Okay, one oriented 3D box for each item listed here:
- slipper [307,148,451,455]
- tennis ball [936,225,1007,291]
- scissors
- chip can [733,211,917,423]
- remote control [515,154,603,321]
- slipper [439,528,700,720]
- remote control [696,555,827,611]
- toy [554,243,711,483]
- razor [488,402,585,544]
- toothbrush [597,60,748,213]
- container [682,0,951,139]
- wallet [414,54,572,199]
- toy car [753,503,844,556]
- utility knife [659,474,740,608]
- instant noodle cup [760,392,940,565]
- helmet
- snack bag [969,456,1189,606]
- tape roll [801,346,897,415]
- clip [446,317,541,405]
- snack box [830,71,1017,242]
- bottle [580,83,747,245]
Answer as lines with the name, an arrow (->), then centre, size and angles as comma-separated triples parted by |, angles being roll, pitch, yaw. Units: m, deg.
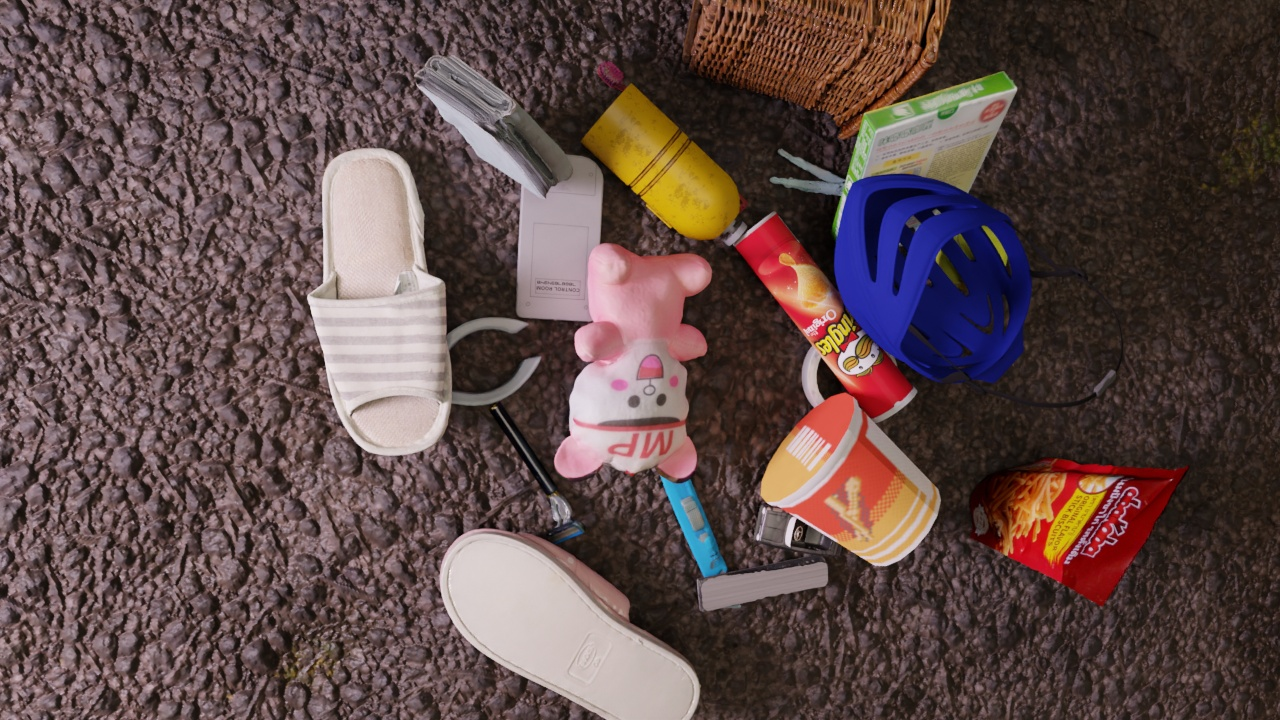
slipper -> -0.222, -0.054, 0.786 | 0.114, 0.054, 0.272 | -10, 83, -3
tennis ball -> 0.323, -0.100, 0.897 | 0.065, 0.065, 0.065 | -1, 93, -11
scissors -> 0.209, -0.176, 0.899 | 0.175, 0.032, 0.093 | 22, 91, -15
chip can -> 0.172, -0.041, 0.862 | 0.051, 0.052, 0.214 | -38, 91, -7
remote control -> -0.074, -0.112, 0.843 | 0.074, 0.019, 0.151 | 3, 93, -11
slipper -> -0.064, 0.250, 0.845 | 0.274, 0.054, 0.114 | 38, 85, -8
remote control -> 0.120, 0.216, 0.894 | 0.136, 0.013, 0.033 | -7, 94, -16
toy -> -0.005, 0.005, 0.826 | 0.141, 0.084, 0.213 | 2, 90, -33
razor -> -0.097, 0.101, 0.850 | 0.043, 0.022, 0.144 | -27, 95, 31
toothbrush -> 0.032, -0.209, 0.860 | 0.190, 0.016, 0.016 | 43, 83, -10
container -> 0.140, -0.309, 0.771 | 0.183, 0.250, 0.162 | 12, 90, -2
wallet -> -0.119, -0.194, 0.761 | 0.100, 0.131, 0.054 | 34, 91, 20
toy car -> 0.158, 0.167, 0.892 | 0.092, 0.037, 0.040 | 12, 90, -11
utility knife -> 0.056, 0.160, 0.885 | 0.031, 0.015, 0.185 | -25, 99, -9
instant noodle cup -> 0.199, 0.116, 0.850 | 0.121, 0.123, 0.123 | 38, 85, -8
helmet -> 0.280, -0.054, 0.771 | 0.148, 0.228, 0.241 | -48, 123, -1
snack bag -> 0.400, 0.145, 0.852 | 0.066, 0.208, 0.139 | 43, 85, -10
tape roll -> 0.207, 0.015, 0.904 | 0.093, 0.018, 0.094 | 0, 93, -11
clip -> -0.164, 0.030, 0.828 | 0.163, 0.028, 0.115 | -21, 95, -8
snack box -> 0.247, -0.173, 0.823 | 0.132, 0.168, 0.027 | -18, 63, -8
bottle -> 0.029, -0.168, 0.836 | 0.164, 0.071, 0.071 | 41, 85, -10
